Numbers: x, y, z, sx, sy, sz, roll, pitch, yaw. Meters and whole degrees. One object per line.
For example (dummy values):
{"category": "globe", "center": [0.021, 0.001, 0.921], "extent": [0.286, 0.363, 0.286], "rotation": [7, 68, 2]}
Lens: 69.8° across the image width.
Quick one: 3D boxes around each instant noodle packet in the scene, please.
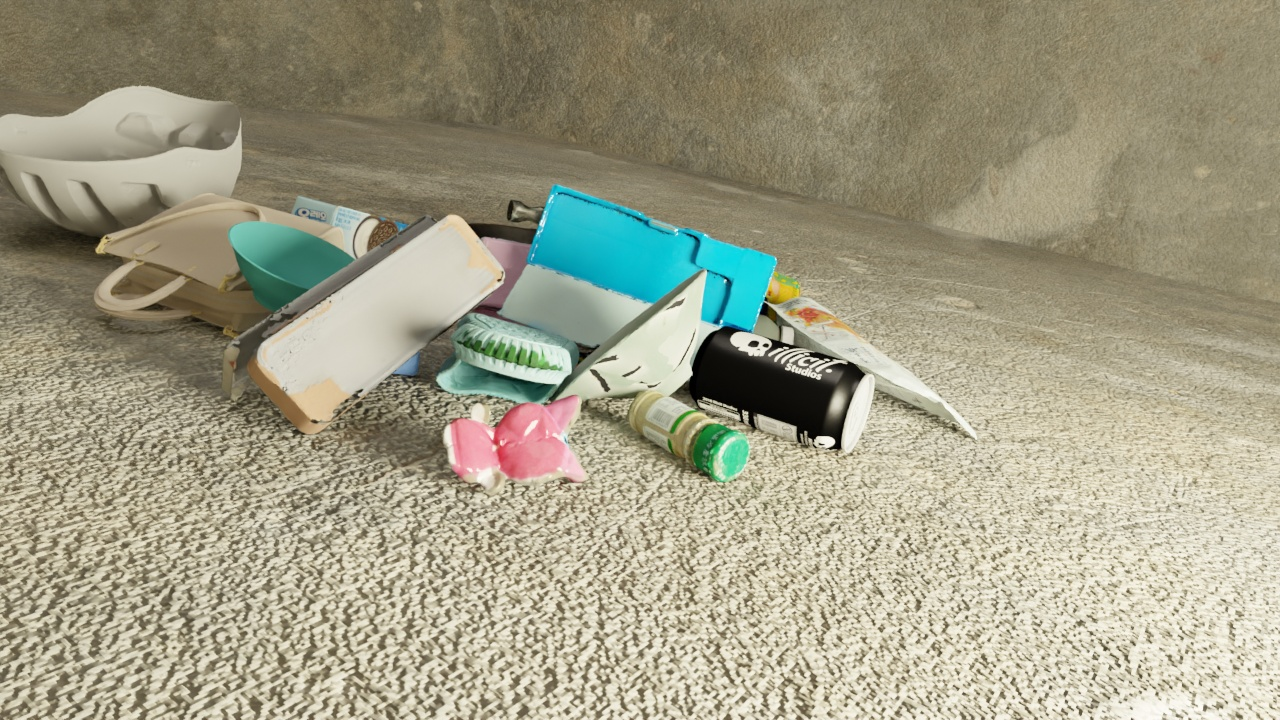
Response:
{"category": "instant noodle packet", "center": [0.234, -0.004, 0.973], "extent": [0.146, 0.057, 0.269], "rotation": [26, 9, -23]}

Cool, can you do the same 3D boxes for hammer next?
{"category": "hammer", "center": [-0.068, -0.143, 1.171], "extent": [0.133, 0.033, 0.333], "rotation": [8, 20, -25]}

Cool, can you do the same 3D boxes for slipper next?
{"category": "slipper", "center": [-0.110, 0.004, 0.769], "extent": [0.116, 0.069, 0.276], "rotation": [12, 3, -6]}

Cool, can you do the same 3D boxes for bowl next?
{"category": "bowl", "center": [-0.302, -0.070, 0.796], "extent": [0.121, 0.046, 0.121], "rotation": [26, 19, -10]}
{"category": "bowl", "center": [0.007, -0.001, 0.794], "extent": [0.068, 0.174, 0.174], "rotation": [49, 18, -5]}

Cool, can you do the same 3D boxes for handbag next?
{"category": "handbag", "center": [-0.412, -0.082, 0.866], "extent": [0.195, 0.101, 0.197], "rotation": [16, 31, 21]}

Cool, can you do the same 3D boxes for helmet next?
{"category": "helmet", "center": [-0.596, -0.231, 1.060], "extent": [0.224, 0.184, 0.282], "rotation": [5, 10, 4]}

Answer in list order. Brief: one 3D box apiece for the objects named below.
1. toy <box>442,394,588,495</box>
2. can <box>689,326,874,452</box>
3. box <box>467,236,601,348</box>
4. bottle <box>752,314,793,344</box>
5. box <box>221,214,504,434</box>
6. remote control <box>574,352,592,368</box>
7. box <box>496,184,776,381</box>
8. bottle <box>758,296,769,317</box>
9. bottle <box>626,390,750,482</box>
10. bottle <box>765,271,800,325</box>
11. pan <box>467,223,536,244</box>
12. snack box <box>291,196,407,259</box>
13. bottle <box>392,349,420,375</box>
{"category": "toy", "center": [-0.088, 0.060, 0.636], "extent": [0.102, 0.065, 0.050], "rotation": [-3, -11, -26]}
{"category": "can", "center": [0.123, 0.025, 0.806], "extent": [0.146, 0.080, 0.080], "rotation": [18, 19, 25]}
{"category": "box", "center": [-0.065, -0.072, 0.986], "extent": [0.232, 0.099, 0.099], "rotation": [9, 16, -2]}
{"category": "bottle", "center": [0.106, -0.023, 0.984], "extent": [0.108, 0.060, 0.060], "rotation": [10, 17, 0]}
{"category": "box", "center": [-0.207, -0.030, 0.718], "extent": [0.108, 0.095, 0.215], "rotation": [34, 50, 12]}
{"category": "remote control", "center": [-0.005, 0.005, 0.903], "extent": [0.140, 0.021, 0.045], "rotation": [-1, 22, -17]}
{"category": "box", "center": [-0.002, -0.067, 0.931], "extent": [0.243, 0.174, 0.064], "rotation": [19, -23, 4]}
{"category": "bottle", "center": [0.073, -0.065, 1.107], "extent": [0.161, 0.056, 0.056], "rotation": [10, 17, 1]}
{"category": "bottle", "center": [0.035, 0.057, 0.724], "extent": [0.042, 0.043, 0.110], "rotation": [-6, 21, -40]}
{"category": "bottle", "center": [0.095, -0.104, 1.154], "extent": [0.209, 0.068, 0.068], "rotation": [19, 15, -13]}
{"category": "pan", "center": [-0.067, -0.110, 1.189], "extent": [0.356, 0.043, 0.248], "rotation": [12, 17, -11]}
{"category": "snack box", "center": [-0.299, -0.134, 1.040], "extent": [0.059, 0.059, 0.226], "rotation": [16, 3, 20]}
{"category": "bottle", "center": [-0.256, -0.016, 0.788], "extent": [0.131, 0.048, 0.048], "rotation": [5, 18, -13]}
